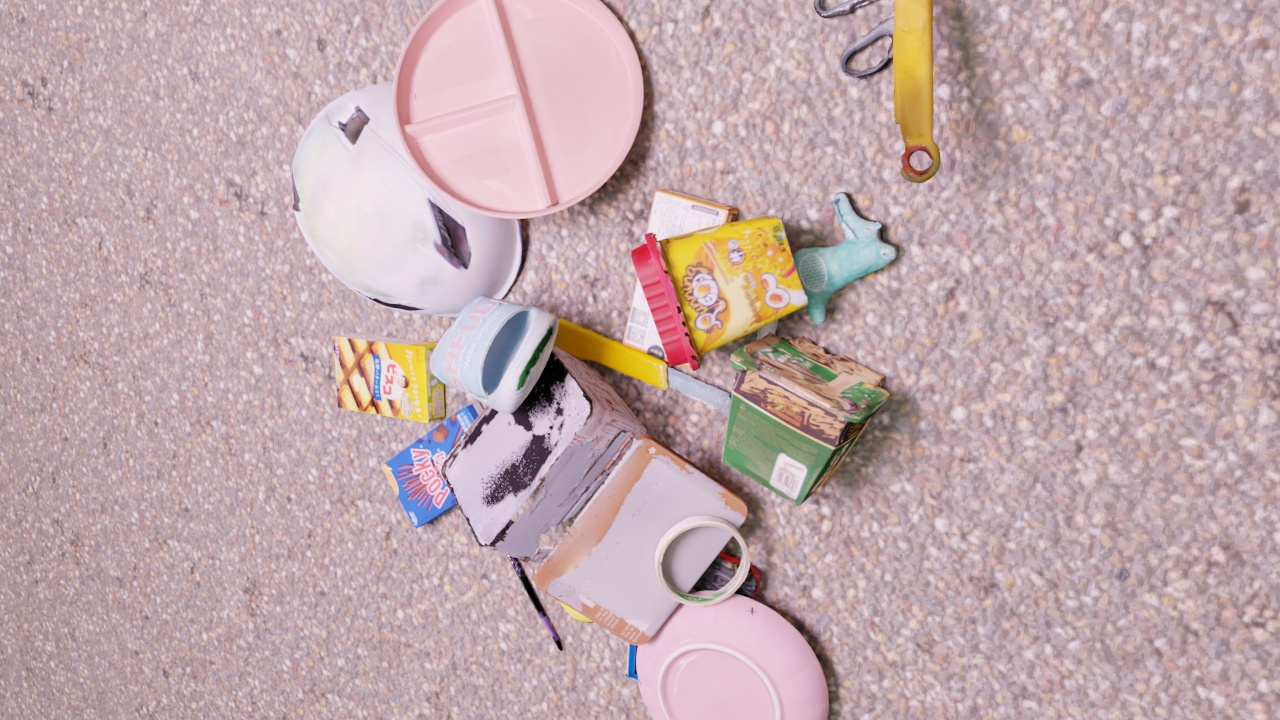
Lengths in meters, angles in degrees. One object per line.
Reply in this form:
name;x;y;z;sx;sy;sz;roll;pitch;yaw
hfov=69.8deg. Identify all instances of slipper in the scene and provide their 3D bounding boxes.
slipper;-0.155;-0.015;0.882;0.246;0.074;0.104;6;64;59

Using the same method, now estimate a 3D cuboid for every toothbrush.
toothbrush;-0.130;0.235;1.011;0.017;0.014;0.189;-32;84;17

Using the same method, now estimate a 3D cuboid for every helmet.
helmet;-0.251;-0.157;0.922;0.230;0.145;0.258;-38;81;29

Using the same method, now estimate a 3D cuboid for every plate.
plate;-0.111;-0.240;0.842;0.229;0.028;0.229;0;85;2
plate;0.079;0.313;0.867;0.193;0.039;0.192;7;107;23

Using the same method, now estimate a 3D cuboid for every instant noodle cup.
instant noodle cup;0.065;-0.065;0.771;0.124;0.116;0.116;-19;100;3

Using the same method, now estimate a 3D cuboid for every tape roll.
tape roll;0.056;0.183;0.833;0.085;0.014;0.086;-2;106;-7

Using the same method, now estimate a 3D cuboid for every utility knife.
utility knife;-0.005;0.005;0.894;0.223;0.015;0.033;23;109;25

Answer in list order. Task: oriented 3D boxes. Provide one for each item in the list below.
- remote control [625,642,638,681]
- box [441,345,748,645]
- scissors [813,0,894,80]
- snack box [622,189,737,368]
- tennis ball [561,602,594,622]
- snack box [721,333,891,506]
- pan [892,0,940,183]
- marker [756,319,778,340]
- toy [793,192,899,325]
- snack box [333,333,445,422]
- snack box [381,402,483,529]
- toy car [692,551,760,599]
remote control;0.042;0.312;0.925;0.125;0.024;0.049;10;105;25
box;-0.052;0.123;0.857;0.269;0.136;0.180;40;99;16
scissors;0.216;-0.295;0.716;0.164;0.014;0.164;28;111;20
snack box;0.035;-0.075;0.851;0.075;0.026;0.154;20;109;23
tennis ball;-0.051;0.234;0.937;0.066;0.065;0.065;6;103;28
snack box;0.132;0.053;0.775;0.118;0.117;0.106;28;116;24
pan;0.199;-0.308;0.673;0.198;0.078;0.357;-3;95;27
marker;0.104;0.022;0.838;0.017;0.017;0.145;19;109;24
toy;0.169;-0.090;0.775;0.092;0.030;0.096;-25;80;25
snack box;-0.286;0.018;1.042;0.141;0.033;0.087;6;103;26
snack box;-0.218;0.119;1.027;0.157;0.026;0.084;-33;84;29
toy car;0.065;0.200;0.886;0.106;0.031;0.049;25;110;21
